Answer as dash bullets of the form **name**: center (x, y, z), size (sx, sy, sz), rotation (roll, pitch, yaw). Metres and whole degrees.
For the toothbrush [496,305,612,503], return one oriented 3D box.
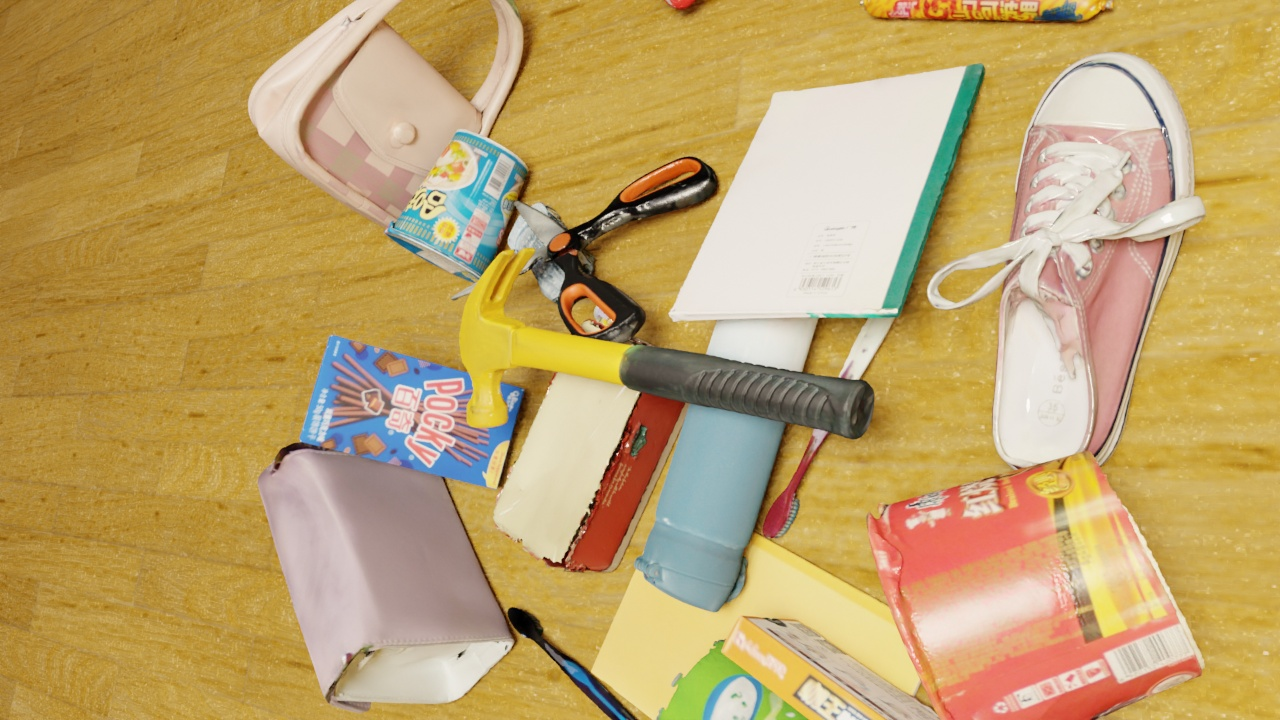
- **toothbrush**: center (-0.065, 0.040, 0.719), size (0.190, 0.029, 0.020), rotation (-60, 10, 9)

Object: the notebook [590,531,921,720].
- **notebook**: center (0.068, 0.187, 0.581), size (0.206, 0.010, 0.146), rotation (24, 91, 39)

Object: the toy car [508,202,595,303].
- **toy car**: center (-0.077, -0.091, 0.758), size (0.049, 0.031, 0.105), rotation (-48, 52, 13)

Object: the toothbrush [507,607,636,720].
- **toothbrush**: center (-0.033, 0.230, 0.645), size (0.189, 0.016, 0.014), rotation (31, 87, 36)

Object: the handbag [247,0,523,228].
- **handbag**: center (-0.198, -0.236, 0.801), size (0.234, 0.193, 0.093), rotation (-50, 55, 2)

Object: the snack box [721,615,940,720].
- **snack box**: center (0.122, 0.187, 0.486), size (0.154, 0.075, 0.026), rotation (29, 93, 37)

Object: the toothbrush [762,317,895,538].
- **toothbrush**: center (0.126, 0.030, 0.582), size (0.016, 0.017, 0.187), rotation (29, 92, 41)

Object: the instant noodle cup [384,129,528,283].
- **instant noodle cup**: center (-0.151, -0.135, 0.791), size (0.099, 0.099, 0.110), rotation (22, 83, 39)

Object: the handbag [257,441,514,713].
- **handbag**: center (-0.203, 0.161, 0.707), size (0.098, 0.145, 0.197), rotation (-45, 54, 14)

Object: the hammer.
- **hammer**: center (-0.003, 0.003, 0.567), size (0.301, 0.032, 0.129), rotation (11, 107, 36)

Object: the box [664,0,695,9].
- **box**: center (0.073, -0.379, 0.715), size (0.202, 0.095, 0.100), rotation (-41, 19, 20)

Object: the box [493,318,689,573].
- **box**: center (-0.038, 0.059, 0.655), size (0.091, 0.077, 0.168), rotation (26, 92, 39)

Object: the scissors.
- **scissors**: center (-0.042, -0.080, 0.690), size (0.233, 0.022, 0.220), rotation (-26, 42, 9)

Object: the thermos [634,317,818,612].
- **thermos**: center (0.059, 0.047, 0.586), size (0.070, 0.070, 0.220), rotation (12, 80, 38)

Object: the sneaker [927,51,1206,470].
- **sneaker**: center (0.227, -0.057, 0.483), size (0.118, 0.087, 0.241), rotation (9, 83, 38)

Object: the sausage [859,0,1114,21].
- **sausage**: center (0.214, -0.228, 0.585), size (0.165, 0.021, 0.021), rotation (19, 88, 39)

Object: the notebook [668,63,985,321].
- **notebook**: center (0.117, -0.107, 0.574), size (0.151, 0.012, 0.208), rotation (2, 53, 38)

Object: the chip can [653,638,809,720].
- **chip can**: center (0.115, 0.242, 0.480), size (0.236, 0.072, 0.072), rotation (30, 95, 34)

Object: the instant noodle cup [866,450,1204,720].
- **instant noodle cup**: center (0.189, 0.115, 0.441), size (0.109, 0.138, 0.137), rotation (-26, 62, 19)

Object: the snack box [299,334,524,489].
- **snack box**: center (-0.177, 0.042, 0.723), size (0.026, 0.157, 0.084), rotation (173, 112, -73)
